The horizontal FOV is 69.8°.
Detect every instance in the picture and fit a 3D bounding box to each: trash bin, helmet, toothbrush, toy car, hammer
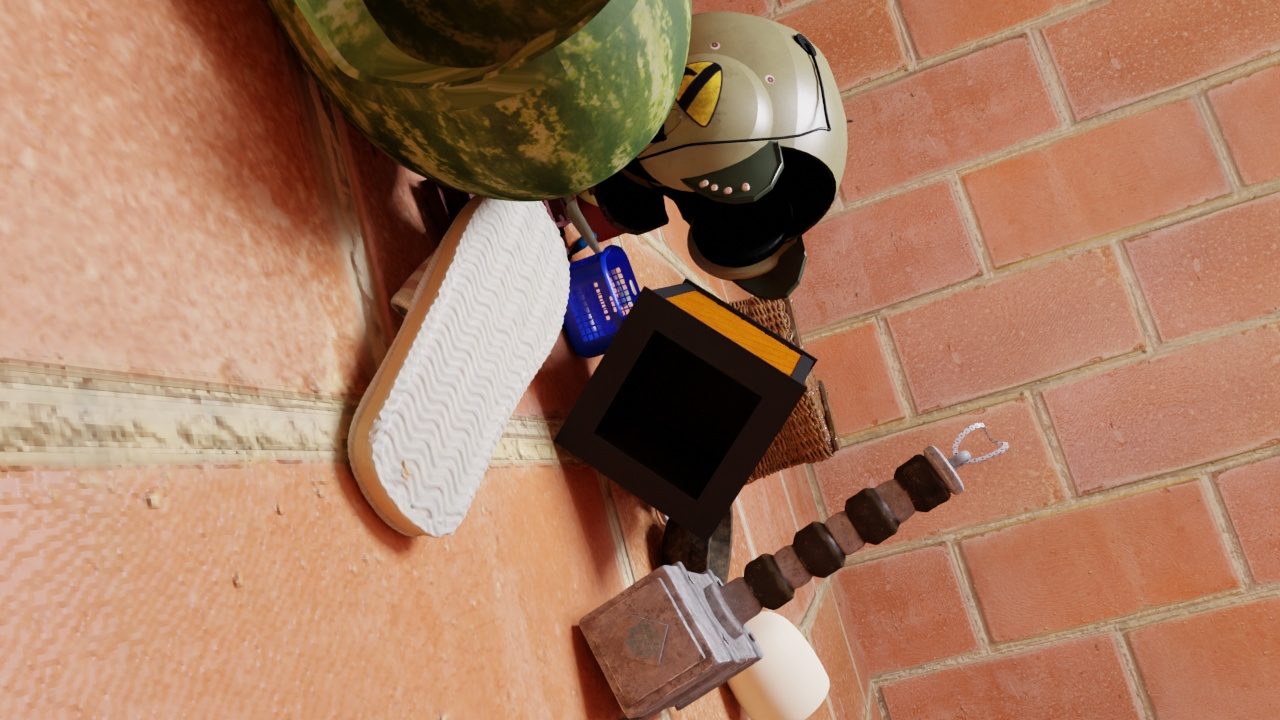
[{"bbox_3d":[0.046,0.031,0.762,0.140,0.140,0.171,33,13,8],"label":"trash bin"},{"bbox_3d":[-0.084,-0.207,0.500,0.247,0.213,0.243,58,-2,-11],"label":"helmet"},{"bbox_3d":[-0.052,-0.121,0.923,0.022,0.015,0.154,-29,87,-45],"label":"toothbrush"},{"bbox_3d":[-0.064,-0.116,0.933,0.014,0.014,0.167,60,14,-10],"label":"toothbrush"},{"bbox_3d":[0.050,-0.182,0.801,0.250,0.256,0.232,50,30,-63],"label":"helmet"},{"bbox_3d":[-0.098,-0.115,0.678,0.169,0.062,0.070,-50,121,-75],"label":"toy car"},{"bbox_3d":[0.123,0.143,0.670,0.079,0.326,0.177,58,7,23],"label":"hammer"}]

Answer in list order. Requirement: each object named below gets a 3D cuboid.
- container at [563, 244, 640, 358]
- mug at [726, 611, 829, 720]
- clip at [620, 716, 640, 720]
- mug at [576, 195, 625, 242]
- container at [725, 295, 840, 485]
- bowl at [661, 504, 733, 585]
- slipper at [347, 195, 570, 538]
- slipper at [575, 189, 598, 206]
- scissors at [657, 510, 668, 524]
[{"bbox_3d":[-0.037,-0.053,0.858,0.114,0.058,0.096,-55,125,-74],"label":"container"},{"bbox_3d":[0.131,0.324,0.991,0.100,0.096,0.120,58,-23,-10],"label":"mug"},{"bbox_3d":[0.008,0.287,0.664,0.044,0.023,0.076,-88,155,-52],"label":"clip"},{"bbox_3d":[-0.016,-0.177,1.062,0.105,0.083,0.073,46,29,-63],"label":"mug"},{"bbox_3d":[0.138,0.038,1.184,0.162,0.183,0.250,-90,158,-49],"label":"container"},{"bbox_3d":[0.051,0.181,0.893,0.121,0.056,0.121,4,89,-73],"label":"bowl"},{"bbox_3d":[-0.102,-0.008,0.533,0.262,0.052,0.115,-73,144,-48],"label":"slipper"},{"bbox_3d":[-0.057,-0.215,0.920,0.091,0.082,0.190,49,14,8],"label":"slipper"},{"bbox_3d":[0.032,0.143,0.987,0.131,0.011,0.125,-64,133,-70],"label":"scissors"}]
